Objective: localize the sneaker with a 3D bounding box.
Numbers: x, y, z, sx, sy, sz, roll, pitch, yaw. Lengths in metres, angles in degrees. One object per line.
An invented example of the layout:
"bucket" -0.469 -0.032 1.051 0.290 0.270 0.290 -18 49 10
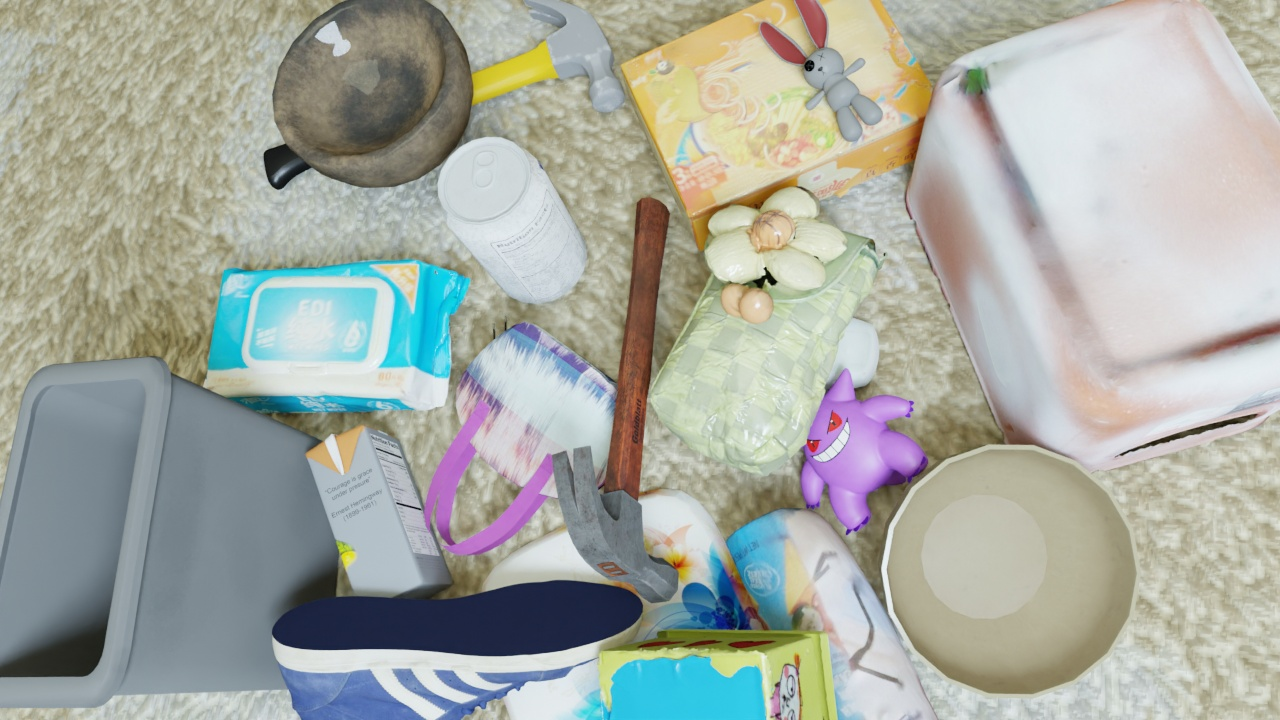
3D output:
"sneaker" -0.113 0.219 0.594 0.233 0.091 0.118 -3 106 -3

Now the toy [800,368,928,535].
"toy" 0.143 0.058 0.620 0.088 0.055 0.106 48 116 19

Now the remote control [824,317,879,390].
"remote control" 0.113 -0.009 0.663 0.114 0.028 0.060 4 71 16

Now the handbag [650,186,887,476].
"handbag" 0.079 -0.027 0.596 0.113 0.117 0.186 18 72 23

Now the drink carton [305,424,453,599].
"drink carton" -0.189 0.115 0.665 0.048 0.076 0.124 -27 73 2

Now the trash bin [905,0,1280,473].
"trash bin" 0.295 -0.078 0.579 0.181 0.157 0.259 -17 69 6

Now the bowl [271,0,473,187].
"bowl" -0.210 -0.213 0.751 0.162 0.070 0.162 -4 72 13

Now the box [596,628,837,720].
"box" 0.050 0.267 0.517 0.125 0.082 0.220 -14 74 35

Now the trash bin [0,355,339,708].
"trash bin" -0.294 0.123 0.604 0.098 0.220 0.191 -4 71 11

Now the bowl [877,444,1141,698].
"bowl" 0.221 0.126 0.570 0.152 0.050 0.152 0 89 2

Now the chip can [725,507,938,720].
"chip can" 0.132 0.201 0.566 0.080 0.080 0.229 -25 69 3

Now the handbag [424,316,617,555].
"handbag" -0.094 0.065 0.671 0.144 0.068 0.170 36 89 19

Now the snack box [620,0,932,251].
"snack box" 0.104 -0.186 0.696 0.195 0.080 0.145 -23 70 3

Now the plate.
"plate" -0.013 0.194 0.629 0.187 0.016 0.186 -26 69 3

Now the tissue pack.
"tissue pack" -0.240 -0.018 0.725 0.209 0.066 0.117 0 73 10

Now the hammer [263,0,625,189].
"hammer" -0.180 -0.224 0.800 0.324 0.029 0.127 -18 69 7

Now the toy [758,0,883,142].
"toy" 0.127 -0.202 0.636 0.049 0.030 0.111 -38 71 27

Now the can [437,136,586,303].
"can" -0.092 -0.100 0.680 0.078 0.136 0.078 -4 71 11

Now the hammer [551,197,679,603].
"hammer" -0.004 0.004 0.638 0.028 0.111 0.299 -16 50 29
